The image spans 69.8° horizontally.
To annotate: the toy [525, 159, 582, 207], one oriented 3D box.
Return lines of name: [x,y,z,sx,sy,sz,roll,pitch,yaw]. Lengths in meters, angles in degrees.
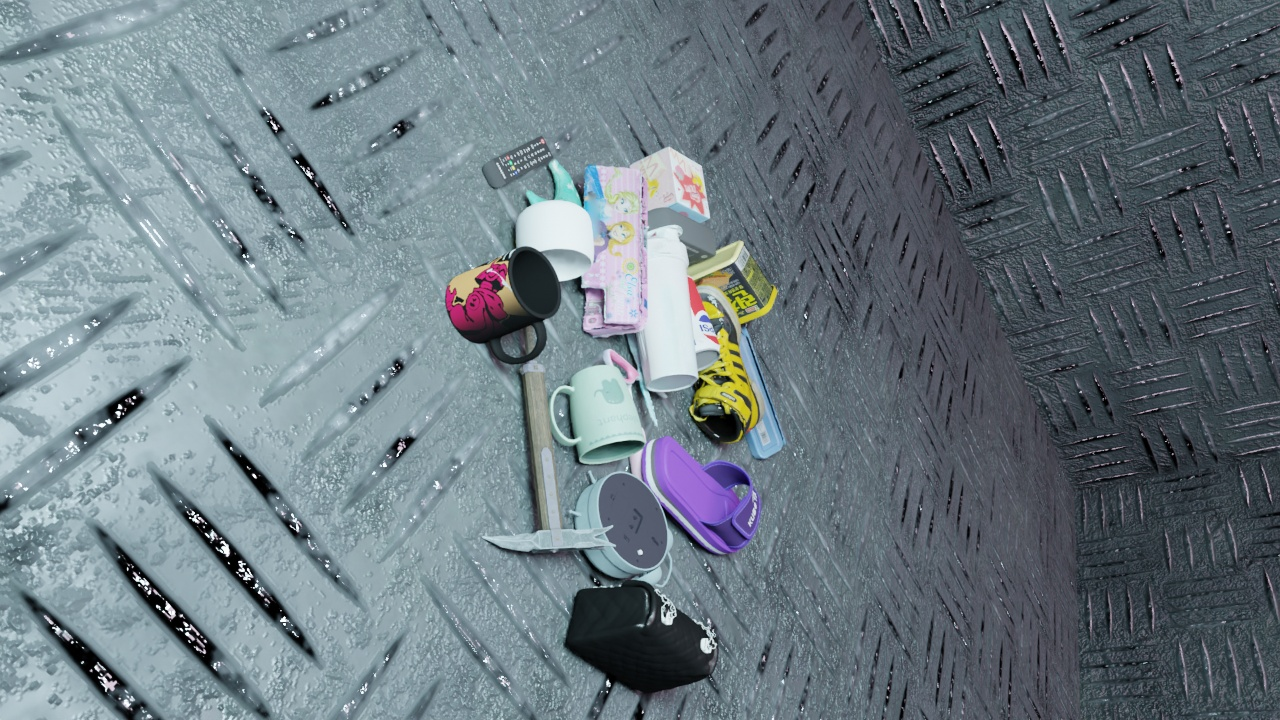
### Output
toy: [-0.107,-0.208,1.201,0.085,0.033,0.105,55,34,-23]

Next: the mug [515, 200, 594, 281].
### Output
mug: [-0.102,-0.142,1.127,0.115,0.094,0.068,53,29,-66]

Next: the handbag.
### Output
handbag: [0.011,0.297,1.042,0.153,0.125,0.114,47,40,-32]

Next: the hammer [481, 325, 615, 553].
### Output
hammer: [-0.120,0.060,1.039,0.146,0.028,0.316,3,66,-29]

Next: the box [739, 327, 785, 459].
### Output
box: [0.190,0.049,1.505,0.124,0.043,0.209,-26,98,-56]

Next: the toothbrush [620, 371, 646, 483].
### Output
toothbrush: [-0.003,0.120,1.200,0.027,0.027,0.222,34,44,-69]

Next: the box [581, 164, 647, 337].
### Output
box: [-0.039,-0.150,1.203,0.071,0.085,0.230,36,50,-60]

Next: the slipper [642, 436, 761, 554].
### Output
slipper: [0.106,0.182,1.247,0.266,0.084,0.107,45,38,-44]

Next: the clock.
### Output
clock: [-0.014,0.207,1.103,0.159,0.045,0.122,49,35,-17]

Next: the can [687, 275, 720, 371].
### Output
can: [0.063,-0.054,1.315,0.070,0.070,0.132,18,46,-51]

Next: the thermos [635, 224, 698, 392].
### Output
thermos: [0.025,-0.071,1.244,0.099,0.100,0.220,19,58,-51]

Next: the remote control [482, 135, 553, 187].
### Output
remote control: [-0.153,-0.255,1.172,0.033,0.015,0.146,62,34,-14]

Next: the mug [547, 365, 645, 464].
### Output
mug: [-0.059,0.064,1.107,0.111,0.084,0.104,-4,67,-27]

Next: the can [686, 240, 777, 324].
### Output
can: [0.126,-0.110,1.407,0.101,0.131,0.072,53,37,-21]

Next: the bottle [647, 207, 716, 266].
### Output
bottle: [0.028,-0.183,1.343,0.173,0.084,0.046,16,62,-51]

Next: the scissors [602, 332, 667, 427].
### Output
scissors: [-0.007,0.004,1.235,0.170,0.013,0.176,37,34,-51]

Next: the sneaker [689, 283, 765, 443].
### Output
sneaker: [0.110,0.013,1.359,0.238,0.086,0.121,67,29,-13]

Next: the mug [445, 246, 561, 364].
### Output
mug: [-0.144,-0.054,1.009,0.081,0.098,0.118,-21,92,-57]

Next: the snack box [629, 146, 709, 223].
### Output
snack box: [0.046,-0.258,1.406,0.093,0.080,0.094,15,63,-52]
